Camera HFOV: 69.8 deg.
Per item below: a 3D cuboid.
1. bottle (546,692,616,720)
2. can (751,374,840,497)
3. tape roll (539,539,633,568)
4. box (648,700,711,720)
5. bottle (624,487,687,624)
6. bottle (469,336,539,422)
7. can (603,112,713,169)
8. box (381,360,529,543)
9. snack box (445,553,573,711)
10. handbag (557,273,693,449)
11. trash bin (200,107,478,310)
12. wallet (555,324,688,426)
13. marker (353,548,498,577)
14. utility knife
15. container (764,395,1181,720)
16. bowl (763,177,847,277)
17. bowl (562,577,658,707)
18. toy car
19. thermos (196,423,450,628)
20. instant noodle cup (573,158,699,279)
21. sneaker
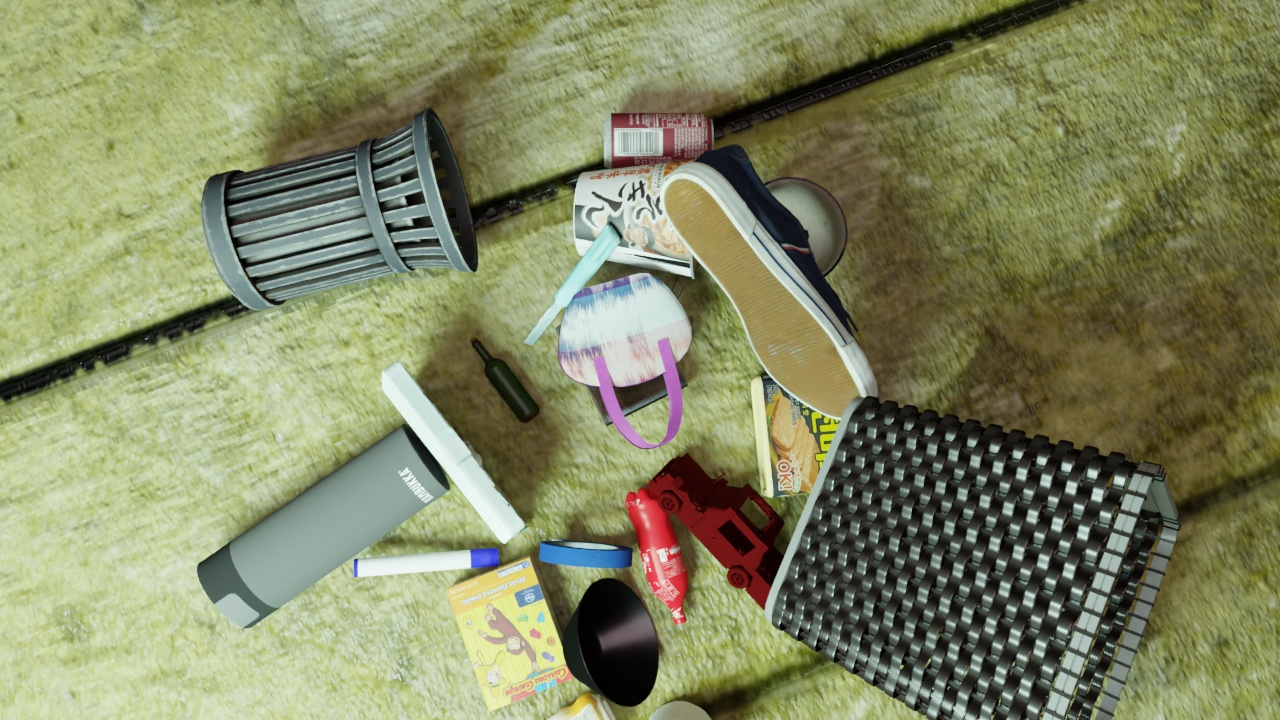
[{"bbox_3d":[-0.074,0.379,0.907,0.109,0.063,0.063,-32,85,-4],"label":"bottle"},{"bbox_3d":[0.172,0.074,0.943,0.101,0.072,0.130,-5,84,1],"label":"can"},{"bbox_3d":[-0.054,0.192,0.913,0.091,0.093,0.016,4,83,5],"label":"tape roll"},{"bbox_3d":[0.027,0.388,0.862,0.081,0.161,0.092,45,95,9],"label":"box"},{"bbox_3d":[0.021,0.199,0.939,0.042,0.042,0.141,-16,85,-3],"label":"bottle"},{"bbox_3d":[-0.145,0.018,0.964,0.025,0.025,0.106,-37,86,-5],"label":"bottle"},{"bbox_3d":[0.018,-0.231,0.977,0.114,0.063,0.063,0,83,-1],"label":"can"},{"bbox_3d":[-0.181,0.094,0.899,0.043,0.136,0.197,-37,86,-11],"label":"box"},{"bbox_3d":[-0.130,0.273,0.928,0.088,0.040,0.125,-21,85,-4],"label":"snack box"},{"bbox_3d":[-0.006,0.005,0.926,0.144,0.068,0.170,-16,83,-7],"label":"handbag"},{"bbox_3d":[-0.297,-0.142,0.915,0.227,0.164,0.164,-13,84,1],"label":"trash bin"},{"bbox_3d":[-0.020,-0.004,0.969,0.099,0.031,0.120,-26,84,-7],"label":"wallet"},{"bbox_3d":[-0.216,0.205,0.929,0.141,0.020,0.020,-1,83,-14],"label":"marker"},{"bbox_3d":[-0.074,-0.071,0.938,0.022,0.015,0.169,40,118,-2],"label":"utility knife"},{"bbox_3d":[0.293,0.190,0.807,0.244,0.247,0.245,19,82,38],"label":"container"},{"bbox_3d":[0.154,-0.129,0.970,0.115,0.059,0.115,0,84,-1],"label":"bowl"},{"bbox_3d":[-0.040,0.284,0.911,0.053,0.123,0.124,-26,84,30],"label":"bowl"},{"bbox_3d":[0.090,0.163,0.923,0.170,0.070,0.062,47,122,4],"label":"toy car"},{"bbox_3d":[-0.314,0.165,0.915,0.240,0.082,0.082,-35,85,-5],"label":"thermos"},{"bbox_3d":[-0.001,-0.149,0.947,0.122,0.123,0.123,3,83,8],"label":"instant noodle cup"},{"bbox_3d":[0.143,-0.079,0.873,0.127,0.121,0.294,-42,103,-32],"label":"sneaker"}]
